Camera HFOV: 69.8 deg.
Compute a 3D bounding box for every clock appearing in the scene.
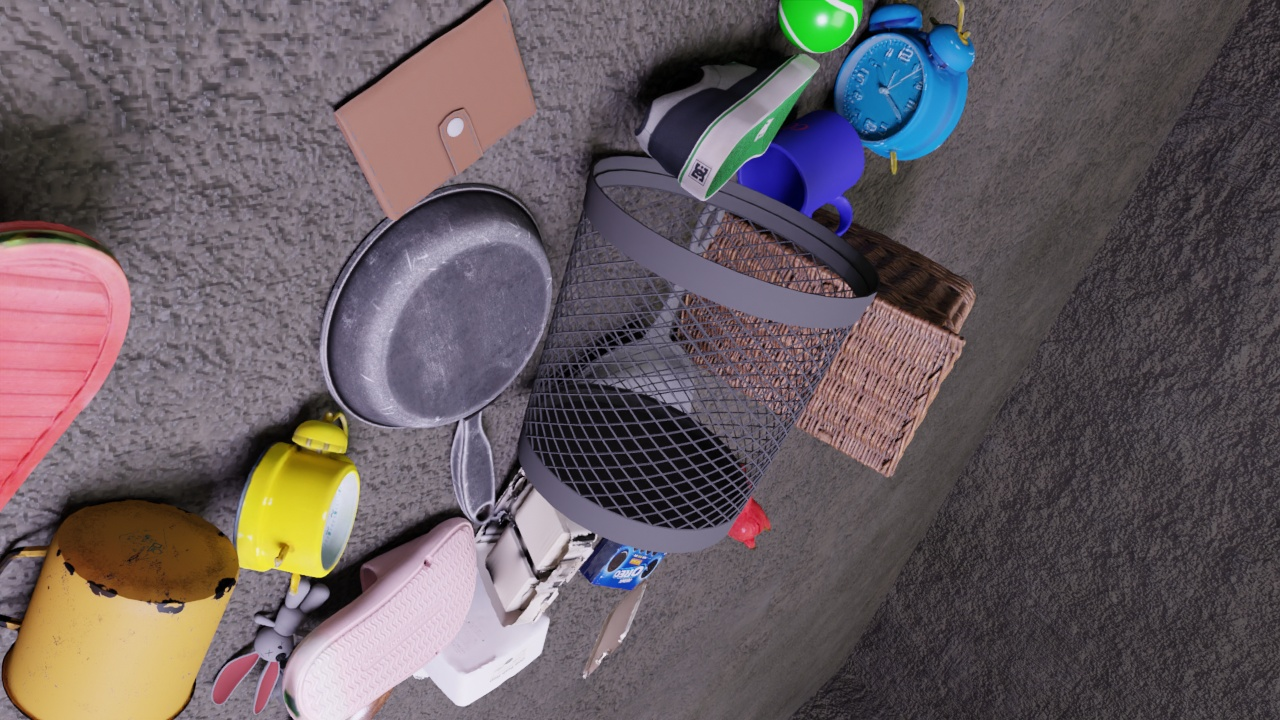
[{"bbox_3d":[0.242,-0.263,0.844,0.060,0.117,0.162,-5,127,-39],"label":"clock"},{"bbox_3d":[-0.218,0.086,0.597,0.083,0.057,0.118,102,-1,-55],"label":"clock"}]

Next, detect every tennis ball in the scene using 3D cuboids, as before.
[{"bbox_3d":[0.141,-0.276,0.722,0.065,0.065,0.065,-37,149,-27],"label":"tennis ball"}]

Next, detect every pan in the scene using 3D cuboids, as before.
[{"bbox_3d":[-0.005,0.005,0.854,0.216,0.024,0.355,1,122,-46],"label":"pan"},{"bbox_3d":[-0.132,0.028,0.696,0.186,0.055,0.358,-37,144,-30],"label":"pan"}]

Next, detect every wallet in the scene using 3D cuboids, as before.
[{"bbox_3d":[-0.115,-0.146,0.542,0.120,0.013,0.087,-43,151,-18],"label":"wallet"}]

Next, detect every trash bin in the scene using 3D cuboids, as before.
[{"bbox_3d":[0.029,-0.003,0.695,0.217,0.218,0.228,-13,132,-51],"label":"trash bin"}]

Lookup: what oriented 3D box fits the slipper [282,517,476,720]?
[{"bbox_3d":[-0.204,0.211,0.751,0.220,0.056,0.107,-38,129,-54],"label":"slipper"}]

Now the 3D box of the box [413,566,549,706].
[{"bbox_3d":[-0.168,0.276,0.880,0.108,0.121,0.137,-24,140,-42],"label":"box"}]

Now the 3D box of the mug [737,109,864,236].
[{"bbox_3d":[0.153,-0.161,0.832,0.083,0.111,0.079,-34,-175,-31],"label":"mug"}]

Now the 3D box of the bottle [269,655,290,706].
[{"bbox_3d":[-0.252,0.250,0.770,0.129,0.040,0.040,-17,136,-48],"label":"bottle"}]

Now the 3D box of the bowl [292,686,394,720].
[{"bbox_3d":[-0.272,0.307,0.821,0.114,0.026,0.102,-52,152,0],"label":"bowl"}]

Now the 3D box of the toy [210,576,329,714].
[{"bbox_3d":[-0.279,0.215,0.700,0.049,0.030,0.112,33,92,-34],"label":"toy"}]

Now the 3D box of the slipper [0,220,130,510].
[{"bbox_3d":[-0.313,0.024,0.397,0.249,0.059,0.103,-45,155,21],"label":"slipper"}]

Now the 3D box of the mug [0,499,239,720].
[{"bbox_3d":[-0.301,0.138,0.518,0.123,0.100,0.094,23,105,-19],"label":"mug"}]

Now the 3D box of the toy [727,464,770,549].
[{"bbox_3d":[0.135,0.188,1.227,0.088,0.094,0.133,-39,148,-24],"label":"toy"}]

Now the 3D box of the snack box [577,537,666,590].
[{"bbox_3d":[-0.015,0.244,1.136,0.082,0.027,0.150,-52,152,1],"label":"snack box"}]

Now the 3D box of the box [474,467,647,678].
[{"bbox_3d":[-0.064,0.193,0.803,0.070,0.186,0.144,2,137,-40],"label":"box"}]

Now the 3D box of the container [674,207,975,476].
[{"bbox_3d":[0.193,-0.044,0.903,0.182,0.250,0.163,-34,149,-49],"label":"container"}]

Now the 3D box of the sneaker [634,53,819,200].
[{"bbox_3d":[0.070,-0.201,0.709,0.234,0.079,0.084,-46,170,-50],"label":"sneaker"}]
